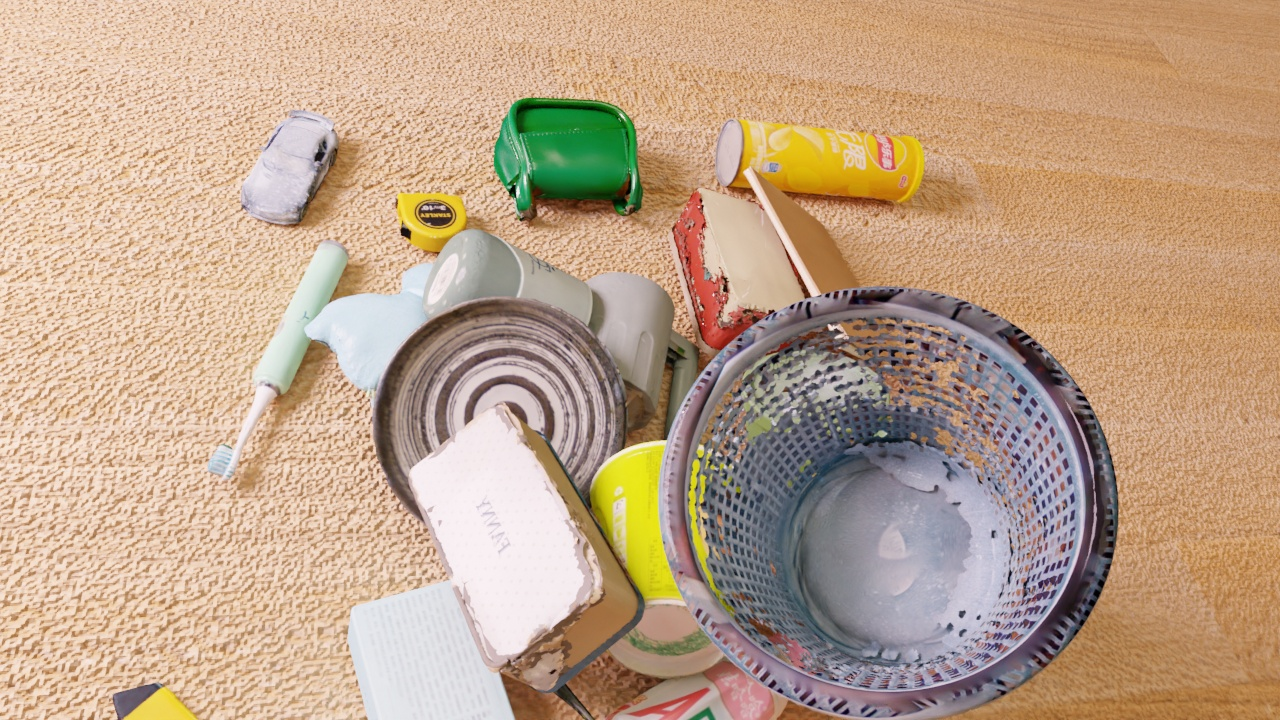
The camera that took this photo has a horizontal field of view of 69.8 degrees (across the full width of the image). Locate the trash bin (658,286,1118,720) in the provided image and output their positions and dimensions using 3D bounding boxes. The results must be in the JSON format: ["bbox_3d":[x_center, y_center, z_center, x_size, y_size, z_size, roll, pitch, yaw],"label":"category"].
[{"bbox_3d":[0.144,0.099,0.549,0.227,0.195,0.226,-7,66,15],"label":"trash bin"}]

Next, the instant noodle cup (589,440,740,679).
[{"bbox_3d":[0.018,0.134,0.600,0.111,0.112,0.123,14,38,-8],"label":"instant noodle cup"}]

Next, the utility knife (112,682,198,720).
[{"bbox_3d":[-0.216,0.253,0.507,0.215,0.015,0.033,37,50,14],"label":"utility knife"}]

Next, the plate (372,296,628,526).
[{"bbox_3d":[-0.097,0.043,0.652,0.179,0.024,0.179,-1,94,-11],"label":"plate"}]

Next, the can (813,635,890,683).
[{"bbox_3d":[0.146,0.177,0.665,0.053,0.053,0.134,8,52,-14],"label":"can"}]

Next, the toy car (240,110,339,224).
[{"bbox_3d":[-0.300,-0.168,0.790,0.054,0.037,0.120,15,54,-8],"label":"toy car"}]

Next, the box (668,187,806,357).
[{"bbox_3d":[0.087,-0.083,0.810,0.091,0.077,0.168,10,43,-23],"label":"box"}]

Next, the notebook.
[{"bbox_3d":[0.177,-0.075,0.845,0.149,0.012,0.211,23,37,-48],"label":"notebook"}]

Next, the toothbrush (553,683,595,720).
[{"bbox_3d":[-0.067,0.188,0.564,0.017,0.012,0.186,-31,44,-26],"label":"toothbrush"}]

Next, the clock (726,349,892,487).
[{"bbox_3d":[0.144,0.053,0.727,0.116,0.056,0.161,-12,35,-18],"label":"clock"}]

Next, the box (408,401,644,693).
[{"bbox_3d":[-0.077,0.105,0.563,0.090,0.061,0.184,-38,46,3],"label":"box"}]

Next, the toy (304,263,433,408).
[{"bbox_3d":[-0.173,-0.023,0.713,0.161,0.050,0.156,16,44,-19],"label":"toy"}]

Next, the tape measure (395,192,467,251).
[{"bbox_3d":[-0.180,-0.119,0.797,0.060,0.029,0.057,-5,55,-22],"label":"tape measure"}]

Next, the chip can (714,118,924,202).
[{"bbox_3d":[0.189,-0.210,0.965,0.213,0.072,0.072,2,53,-18],"label":"chip can"}]

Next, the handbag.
[{"bbox_3d":[-0.069,-0.185,0.868,0.131,0.068,0.120,-2,62,-22],"label":"handbag"}]

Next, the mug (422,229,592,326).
[{"bbox_3d":[-0.107,-0.051,0.705,0.106,0.082,0.111,25,14,-29],"label":"mug"}]

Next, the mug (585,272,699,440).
[{"bbox_3d":[-0.004,0.004,0.739,0.124,0.084,0.103,33,47,-25],"label":"mug"}]

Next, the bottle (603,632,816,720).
[{"bbox_3d":[0.030,0.233,0.575,0.196,0.068,0.068,-20,63,-32],"label":"bottle"}]

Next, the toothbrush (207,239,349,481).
[{"bbox_3d":[-0.265,-0.006,0.683,0.027,0.027,0.223,33,46,-26],"label":"toothbrush"}]

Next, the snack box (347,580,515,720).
[{"bbox_3d":[-0.116,0.221,0.543,0.074,0.052,0.174,-10,58,-27],"label":"snack box"}]
